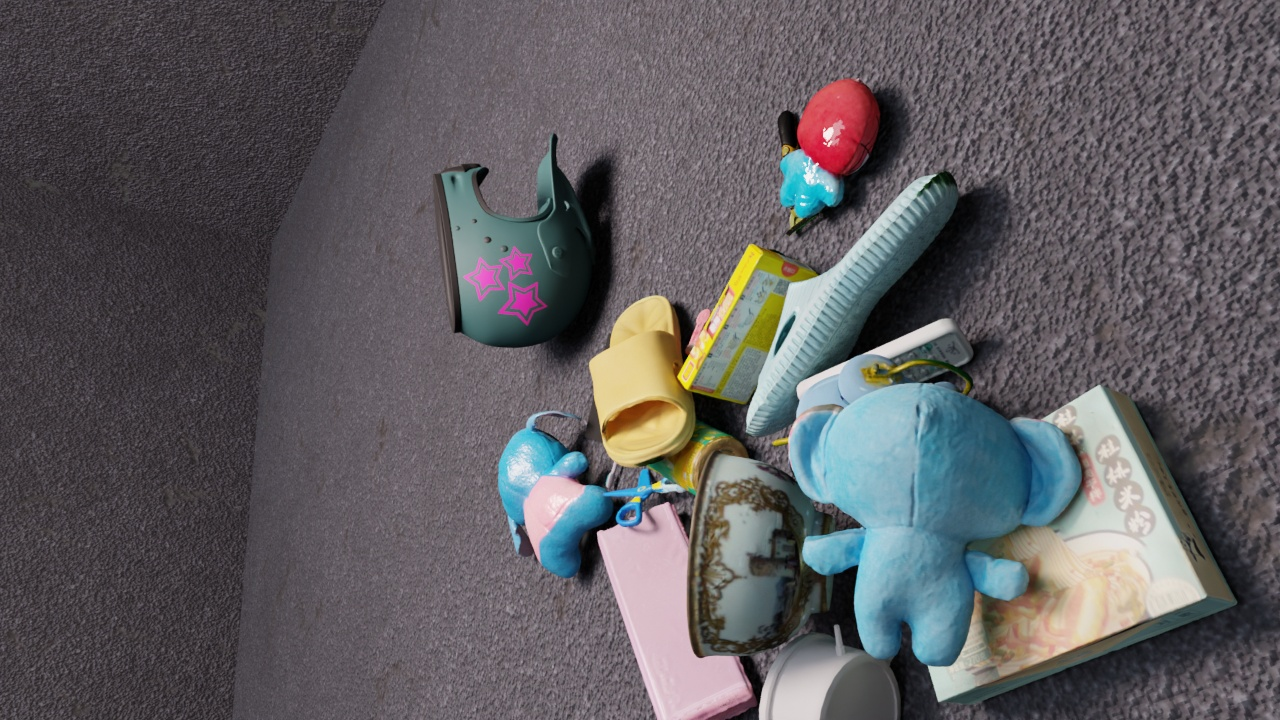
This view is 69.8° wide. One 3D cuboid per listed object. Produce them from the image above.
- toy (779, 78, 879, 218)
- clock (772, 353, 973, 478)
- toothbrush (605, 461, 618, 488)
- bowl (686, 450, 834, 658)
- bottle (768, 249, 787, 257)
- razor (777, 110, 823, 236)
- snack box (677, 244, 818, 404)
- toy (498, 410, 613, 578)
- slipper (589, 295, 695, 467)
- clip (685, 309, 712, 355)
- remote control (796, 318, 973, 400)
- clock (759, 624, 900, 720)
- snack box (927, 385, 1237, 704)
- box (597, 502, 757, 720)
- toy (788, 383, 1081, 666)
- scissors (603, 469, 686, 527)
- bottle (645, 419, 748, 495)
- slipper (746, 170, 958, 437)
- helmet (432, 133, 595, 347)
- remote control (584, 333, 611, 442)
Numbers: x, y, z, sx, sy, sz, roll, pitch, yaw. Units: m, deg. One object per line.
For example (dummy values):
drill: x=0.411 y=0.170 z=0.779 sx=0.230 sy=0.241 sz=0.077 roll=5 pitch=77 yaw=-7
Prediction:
toy: x=0.174 y=-0.195 z=0.848 sx=0.133 sy=0.062 sz=0.092 roll=-65 pitch=26 yaw=24
clock: x=0.181 y=0.051 z=0.692 sx=0.163 sy=0.118 sz=0.060 roll=-45 pitch=31 yaw=47
toothbrush: x=-0.011 y=0.060 z=1.071 sx=0.019 sy=0.018 sz=0.188 roll=25 pitch=100 yaw=63
bowl: x=0.098 y=0.150 z=0.699 sx=0.094 sy=0.160 sz=0.159 roll=2 pitch=77 yaw=17
bottle: x=0.107 y=-0.055 z=0.923 sx=0.123 sy=0.033 sz=0.033 roll=-55 pitch=38 yaw=30
razor: x=0.153 y=-0.194 z=0.918 sx=0.044 sy=0.021 sz=0.144 roll=-36 pitch=47 yaw=45
snack box: x=0.103 y=-0.032 z=0.880 sx=0.152 sy=0.075 sz=0.025 roll=-62 pitch=33 yaw=20
toy: x=-0.115 y=0.176 z=1.124 sx=0.191 sy=0.098 sz=0.224 roll=46 pitch=124 yaw=46
slipper: x=-0.006 y=0.006 z=0.956 sx=0.100 sy=0.078 sz=0.262 roll=-27 pitch=32 yaw=20
clip: x=0.063 y=-0.026 z=0.978 sx=0.023 sy=0.045 sz=0.060 roll=-3 pitch=90 yaw=53
remote control: x=0.189 y=0.007 z=0.719 sx=0.134 sy=0.050 sz=0.022 roll=-26 pitch=45 yaw=24
clock: x=0.136 y=0.279 z=0.677 sx=0.061 sy=0.120 sz=0.159 roll=-3 pitch=65 yaw=51
snack box: x=0.260 y=0.127 z=0.606 sx=0.194 sy=0.044 sz=0.141 roll=-45 pitch=41 yaw=40
box: x=0.036 y=0.271 z=0.912 sx=0.106 sy=0.115 sz=0.232 roll=-26 pitch=45 yaw=-1
toy: x=0.186 y=0.104 z=0.603 sx=0.184 sy=0.114 sz=0.180 roll=3 pitch=83 yaw=19
scissors: x=0.009 y=0.137 z=0.976 sx=0.123 sy=0.016 sz=0.125 roll=-21 pitch=16 yaw=7
bottle: x=0.027 y=0.084 z=0.959 sx=0.210 sy=0.068 sz=0.068 roll=23 pitch=97 yaw=58
slipper: x=0.159 y=-0.048 z=0.769 sx=0.069 sy=0.115 sz=0.277 roll=41 pitch=112 yaw=19
helmet: x=-0.160 y=-0.154 z=1.214 sx=0.177 sy=0.200 sz=0.274 roll=148 pitch=114 yaw=-73
remote control: x=-0.035 y=0.034 z=1.124 sx=0.058 sy=0.013 sz=0.133 roll=12 pitch=89 yaw=58
